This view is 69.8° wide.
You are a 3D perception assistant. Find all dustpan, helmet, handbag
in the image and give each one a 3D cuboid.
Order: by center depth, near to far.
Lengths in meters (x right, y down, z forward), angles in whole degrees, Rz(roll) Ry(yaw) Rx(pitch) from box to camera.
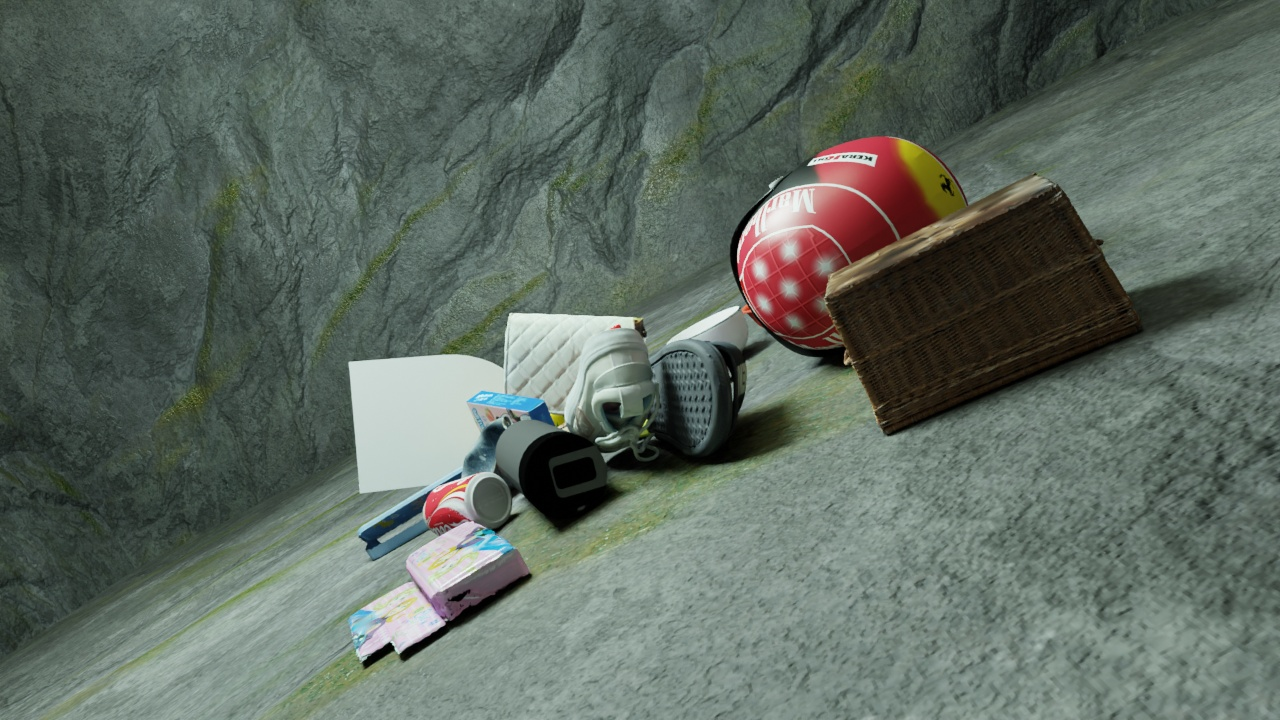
[{"bbox_3d":[0.205,-0.111,0.952,0.224,0.197,0.272,-34,1,-39],"label":"helmet"},{"bbox_3d":[-0.091,0.005,1.272,0.195,0.139,0.072,3,5,0],"label":"handbag"},{"bbox_3d":[-0.303,0.088,1.398,0.257,0.191,0.053,-5,-1,-19],"label":"dustpan"}]

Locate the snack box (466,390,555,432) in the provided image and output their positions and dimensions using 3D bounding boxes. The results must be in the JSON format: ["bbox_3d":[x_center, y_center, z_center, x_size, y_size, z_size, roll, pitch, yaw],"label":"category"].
[{"bbox_3d":[-0.166,0.090,1.223,0.033,0.088,0.154,-35,24,-34],"label":"snack box"}]

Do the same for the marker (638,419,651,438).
[{"bbox_3d":[0.020,0.075,1.051,0.124,0.017,0.021,-19,12,45],"label":"marker"}]

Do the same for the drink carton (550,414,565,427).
[{"bbox_3d":[-0.173,0.122,1.344,0.134,0.043,0.059,-33,9,-28],"label":"drink carton"}]

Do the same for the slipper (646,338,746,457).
[{"bbox_3d":[0.063,0.035,0.910,0.083,0.110,0.268,-10,-2,-12],"label":"slipper"}]

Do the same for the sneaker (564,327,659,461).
[{"bbox_3d":[-0.027,0.063,0.947,0.089,0.090,0.243,-11,-25,-11],"label":"sneaker"}]

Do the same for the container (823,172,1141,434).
[{"bbox_3d":[0.241,-0.045,0.682,0.199,0.113,0.113,-27,7,19],"label":"container"}]

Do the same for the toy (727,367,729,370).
[{"bbox_3d":[0.067,0.028,1.123,0.080,0.036,0.099,-25,6,30],"label":"toy"}]

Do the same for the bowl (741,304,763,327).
[{"bbox_3d":[0.210,-0.080,1.308,0.130,0.045,0.130,-28,7,4],"label":"bowl"}]

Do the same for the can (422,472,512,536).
[{"bbox_3d":[-0.198,0.166,1.041,0.105,0.064,0.064,-21,10,44],"label":"can"}]

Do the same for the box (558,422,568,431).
[{"bbox_3d":[-0.042,0.088,1.157,0.188,0.064,0.056,-32,-28,-11],"label":"box"}]

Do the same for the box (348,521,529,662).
[{"bbox_3d":[-0.202,0.212,0.859,0.159,0.035,0.231,-30,6,-20],"label":"box"}]

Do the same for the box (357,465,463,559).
[{"bbox_3d":[-0.281,0.188,1.235,0.209,0.059,0.068,-29,5,-9],"label":"box"}]

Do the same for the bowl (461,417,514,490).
[{"bbox_3d":[-0.183,0.134,1.178,0.111,0.055,0.110,-42,30,32],"label":"bowl"}]

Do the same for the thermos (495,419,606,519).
[{"bbox_3d":[-0.102,0.111,0.990,0.082,0.082,0.241,-30,7,-14],"label":"thermos"}]

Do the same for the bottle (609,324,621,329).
[{"bbox_3d":[-0.007,0.007,1.214,0.036,0.119,0.036,-28,7,3],"label":"bottle"}]

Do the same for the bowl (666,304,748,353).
[{"bbox_3d":[0.098,-0.022,1.245,0.113,0.063,0.113,-27,8,4],"label":"bowl"}]
